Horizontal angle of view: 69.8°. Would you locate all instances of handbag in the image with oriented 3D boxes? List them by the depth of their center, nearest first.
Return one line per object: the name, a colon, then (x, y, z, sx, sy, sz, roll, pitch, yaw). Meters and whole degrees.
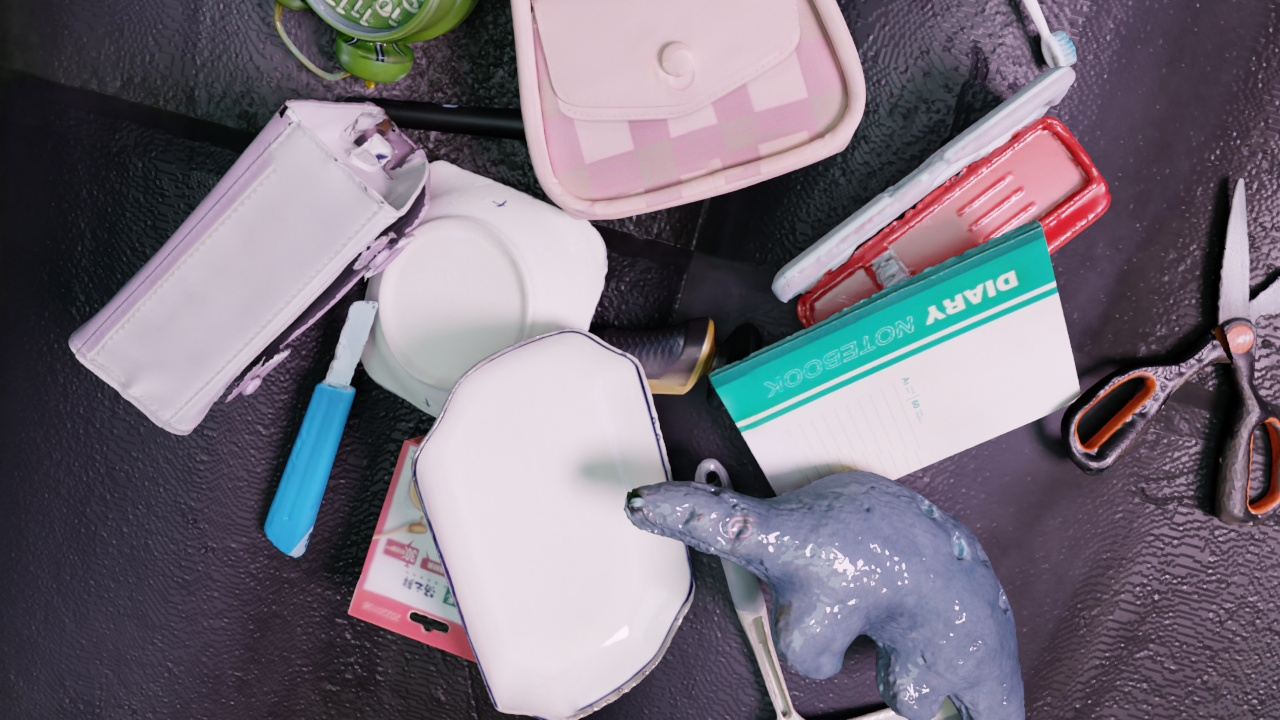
handbag: (0.013, -0.208, 0.522, 0.193, 0.093, 0.234, -14, 111, 6)
handbag: (-0.223, -0.063, 0.559, 0.197, 0.144, 0.098, -39, 110, 15)

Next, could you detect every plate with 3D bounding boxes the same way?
plate: (-0.052, 0.107, 0.585, 0.161, 0.034, 0.266, -26, 115, -25)
plate: (-0.114, -0.035, 0.595, 0.164, 0.034, 0.164, 24, 102, 16)

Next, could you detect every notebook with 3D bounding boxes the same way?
notebook: (0.165, 0.016, 0.579, 0.209, 0.012, 0.150, -26, 126, 10)

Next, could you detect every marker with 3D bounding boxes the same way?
marker: (-0.128, -0.157, 0.601, 0.132, 0.020, 0.022, 6, 92, 4)

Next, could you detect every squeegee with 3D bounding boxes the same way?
squeegee: (0.079, 0.178, 0.636, 0.246, 0.039, 0.246, -19, 100, -4)

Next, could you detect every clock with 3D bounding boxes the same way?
clock: (-0.166, -0.239, 0.558, 0.116, 0.056, 0.162, 46, 121, -10)

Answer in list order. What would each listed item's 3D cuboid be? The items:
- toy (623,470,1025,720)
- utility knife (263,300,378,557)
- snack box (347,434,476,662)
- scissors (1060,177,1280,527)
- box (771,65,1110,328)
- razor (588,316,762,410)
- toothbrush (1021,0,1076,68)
toy: (0.152, 0.148, 0.586, 0.356, 0.091, 0.137, 35, 81, -17)
utility knife: (-0.219, 0.048, 0.632, 0.034, 0.018, 0.210, 28, 112, 4)
snack box: (-0.123, 0.129, 0.631, 0.113, 0.044, 0.127, 19, 93, 5)
scissors: (0.368, 0.006, 0.586, 0.230, 0.021, 0.221, -22, 100, 2)
box: (0.183, -0.074, 0.552, 0.201, 0.099, 0.112, -37, 95, 11)
razor: (-0.004, 0.004, 0.610, 0.167, 0.062, 0.068, 0, 132, 10)
toothbrush: (0.205, -0.274, 0.548, 0.027, 0.026, 0.224, -30, 97, -13)
